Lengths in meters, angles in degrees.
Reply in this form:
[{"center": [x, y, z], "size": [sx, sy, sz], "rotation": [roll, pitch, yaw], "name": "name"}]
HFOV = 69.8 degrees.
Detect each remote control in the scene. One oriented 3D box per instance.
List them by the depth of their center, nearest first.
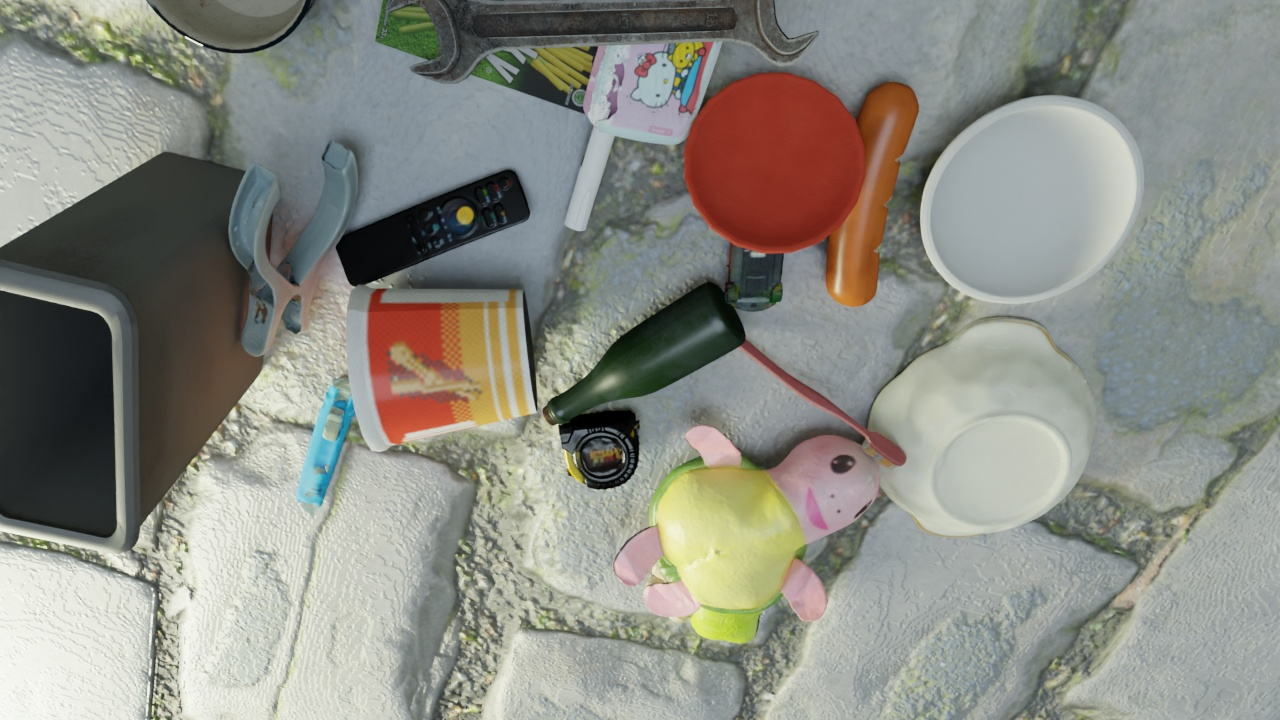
[{"center": [-0.155, -0.098, 0.685], "size": [0.152, 0.020, 0.041], "rotation": [-19, 92, 12], "name": "remote control"}]

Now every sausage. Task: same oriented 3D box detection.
[{"center": [0.161, -0.115, 0.655], "size": [0.044, 0.039, 0.164], "rotation": [-8, 122, -23], "name": "sausage"}]

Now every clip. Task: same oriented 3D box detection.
[{"center": [-0.238, -0.090, 0.676], "size": [0.029, 0.142, 0.172], "rotation": [33, 134, 10], "name": "clip"}]

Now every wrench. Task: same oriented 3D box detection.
[{"center": [-0.029, -0.207, 0.563], "size": [0.273, 0.010, 0.070], "rotation": [4, 115, 14], "name": "wrench"}]

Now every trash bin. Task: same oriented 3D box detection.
[{"center": [-0.339, -0.017, 0.623], "size": [0.097, 0.219, 0.192], "rotation": [13, 118, -6], "name": "trash bin"}]

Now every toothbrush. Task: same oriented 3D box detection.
[{"center": [0.134, 0.028, 0.731], "size": [0.184, 0.015, 0.016], "rotation": [37, 146, -2], "name": "toothbrush"}]

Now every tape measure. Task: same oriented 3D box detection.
[{"center": [-0.031, 0.074, 0.769], "size": [0.067, 0.038, 0.063], "rotation": [-8, 110, 3], "name": "tape measure"}]

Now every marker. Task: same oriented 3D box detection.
[{"center": [-0.028, -0.154, 0.651], "size": [0.017, 0.020, 0.134], "rotation": [10, 120, -19], "name": "marker"}]

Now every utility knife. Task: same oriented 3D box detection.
[{"center": [-0.269, 0.075, 0.790], "size": [0.031, 0.015, 0.159], "rotation": [23, 119, -5], "name": "utility knife"}]

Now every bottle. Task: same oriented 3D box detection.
[{"center": [-0.004, 0.004, 0.719], "size": [0.174, 0.055, 0.055], "rotation": [-30, 114, 19], "name": "bottle"}]

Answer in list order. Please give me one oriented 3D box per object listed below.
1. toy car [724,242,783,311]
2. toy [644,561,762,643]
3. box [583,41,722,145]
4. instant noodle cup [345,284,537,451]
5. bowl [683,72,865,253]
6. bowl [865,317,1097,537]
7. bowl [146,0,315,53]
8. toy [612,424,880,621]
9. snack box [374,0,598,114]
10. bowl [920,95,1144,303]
[{"center": [0.084, -0.080, 0.677], "size": [0.042, 0.036, 0.091], "rotation": [-2, 112, -3], "name": "toy car"}, {"center": [0.062, 0.213, 0.838], "size": [0.115, 0.046, 0.092], "rotation": [19, 117, -1], "name": "toy"}, {"center": [0.022, -0.236, 0.576], "size": [0.086, 0.044, 0.203], "rotation": [1, 123, -31], "name": "box"}, {"center": [-0.143, 0.000, 0.689], "size": [0.121, 0.123, 0.123], "rotation": [-6, 119, -4], "name": "instant noodle cup"}, {"center": [0.090, -0.132, 0.630], "size": [0.122, 0.035, 0.122], "rotation": [0, 89, 0], "name": "bowl"}, {"center": [0.283, 0.075, 0.746], "size": [0.188, 0.060, 0.220], "rotation": [3, 120, 1], "name": "bowl"}, {"center": [-0.254, -0.259, 0.578], "size": [0.115, 0.059, 0.116], "rotation": [1, 119, 1], "name": "bowl"}, {"center": [0.088, 0.137, 0.770], "size": [0.238, 0.087, 0.190], "rotation": [-34, 91, 14], "name": "toy"}, {"center": [-0.093, -0.228, 0.609], "size": [0.147, 0.025, 0.080], "rotation": [17, 118, -8], "name": "snack box"}, {"center": [0.270, -0.116, 0.649], "size": [0.149, 0.043, 0.150], "rotation": [1, 119, 1], "name": "bowl"}]
